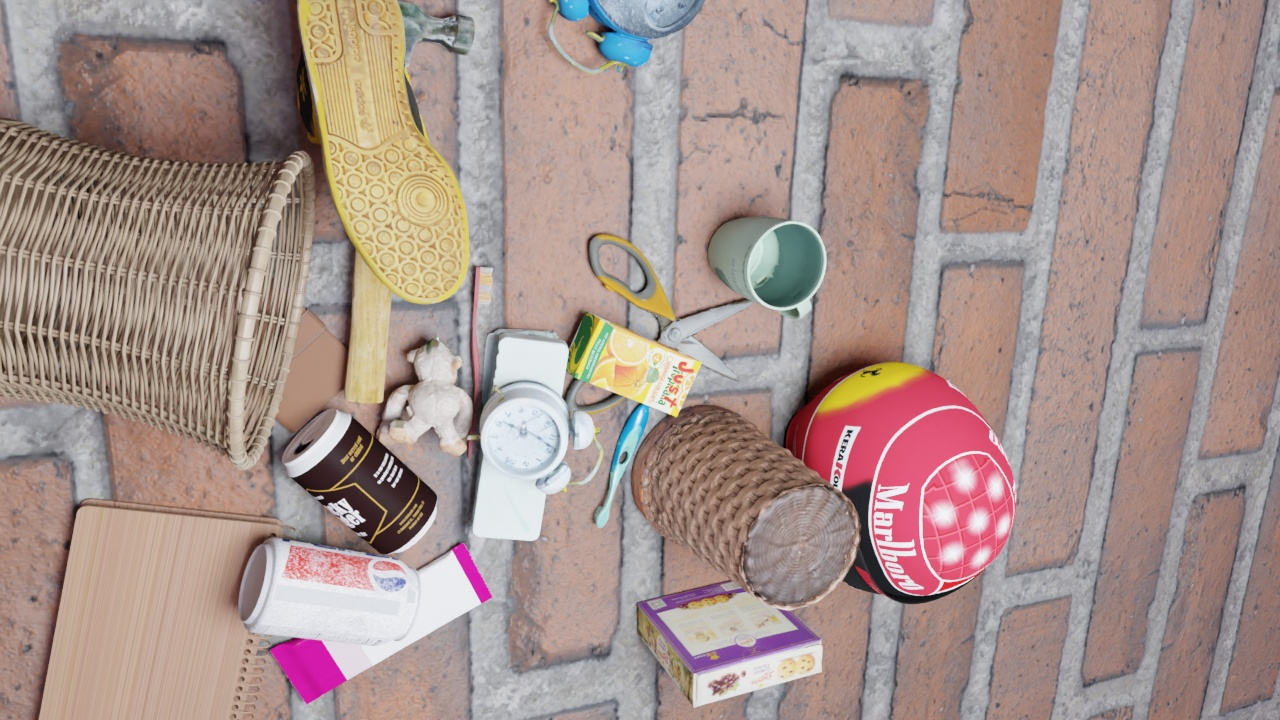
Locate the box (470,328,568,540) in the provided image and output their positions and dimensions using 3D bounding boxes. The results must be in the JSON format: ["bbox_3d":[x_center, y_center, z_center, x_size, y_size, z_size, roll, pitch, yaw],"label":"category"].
[{"bbox_3d":[-0.116,0.071,0.859,0.084,0.071,0.199,-4,108,-42],"label":"box"}]

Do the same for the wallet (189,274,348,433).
[{"bbox_3d":[-0.306,-0.006,0.776,0.087,0.013,0.121,-44,116,-6],"label":"wallet"}]

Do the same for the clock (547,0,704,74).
[{"bbox_3d":[-0.014,-0.323,0.788,0.117,0.060,0.161,40,88,-28],"label":"clock"}]

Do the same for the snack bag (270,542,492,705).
[{"bbox_3d":[-0.243,0.249,0.874,0.196,0.016,0.070,-28,113,-13],"label":"snack bag"}]

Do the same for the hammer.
[{"bbox_3d":[-0.220,-0.127,0.764,0.132,0.033,0.331,3,101,-25],"label":"hammer"}]

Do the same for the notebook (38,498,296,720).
[{"bbox_3d":[-0.407,0.230,0.795,0.169,0.022,0.210,11,100,-25],"label":"notebook"}]

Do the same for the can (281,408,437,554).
[{"bbox_3d":[-0.243,0.107,0.803,0.072,0.072,0.128,-44,116,-7],"label":"can"}]

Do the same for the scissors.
[{"bbox_3d":[0.009,-0.020,0.906,0.225,0.016,0.226,39,88,-27],"label":"scissors"}]

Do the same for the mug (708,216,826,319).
[{"bbox_3d":[0.123,-0.087,0.887,0.084,0.104,0.111,-40,115,-9],"label":"mug"}]

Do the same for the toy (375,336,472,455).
[{"bbox_3d":[-0.191,0.030,0.814,0.085,0.074,0.106,4,97,-8],"label":"toy"}]

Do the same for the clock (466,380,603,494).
[{"bbox_3d":[-0.089,0.069,0.812,0.117,0.057,0.083,27,98,-10],"label":"clock"}]

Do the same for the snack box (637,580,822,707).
[{"bbox_3d":[0.089,0.286,0.953,0.143,0.148,0.040,-7,107,-21],"label":"snack box"}]

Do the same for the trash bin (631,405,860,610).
[{"bbox_3d":[0.099,0.143,0.882,0.151,0.210,0.151,-6,107,-21],"label":"trash bin"}]

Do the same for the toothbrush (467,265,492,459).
[{"bbox_3d":[-0.150,0.005,0.846,0.015,0.015,0.184,3,105,-14],"label":"toothbrush"}]

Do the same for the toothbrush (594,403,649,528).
[{"bbox_3d":[-0.020,0.106,0.931,0.022,0.017,0.135,19,94,-26],"label":"toothbrush"}]

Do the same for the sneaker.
[{"bbox_3d":[-0.193,-0.149,0.672,0.086,0.122,0.238,-14,89,-21],"label":"sneaker"}]

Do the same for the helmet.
[{"bbox_3d":[0.272,0.137,0.948,0.197,0.225,0.271,-22,111,-16],"label":"helmet"}]

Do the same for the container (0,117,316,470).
[{"bbox_3d":[-0.348,-0.053,0.631,0.196,0.227,0.227,11,100,-14],"label":"container"}]

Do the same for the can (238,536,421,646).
[{"bbox_3d":[-0.267,0.202,0.794,0.136,0.078,0.078,20,96,-34],"label":"can"}]

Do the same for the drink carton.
[{"bbox_3d":[-0.005,0.005,0.874,0.122,0.041,0.058,22,95,-27],"label":"drink carton"}]
